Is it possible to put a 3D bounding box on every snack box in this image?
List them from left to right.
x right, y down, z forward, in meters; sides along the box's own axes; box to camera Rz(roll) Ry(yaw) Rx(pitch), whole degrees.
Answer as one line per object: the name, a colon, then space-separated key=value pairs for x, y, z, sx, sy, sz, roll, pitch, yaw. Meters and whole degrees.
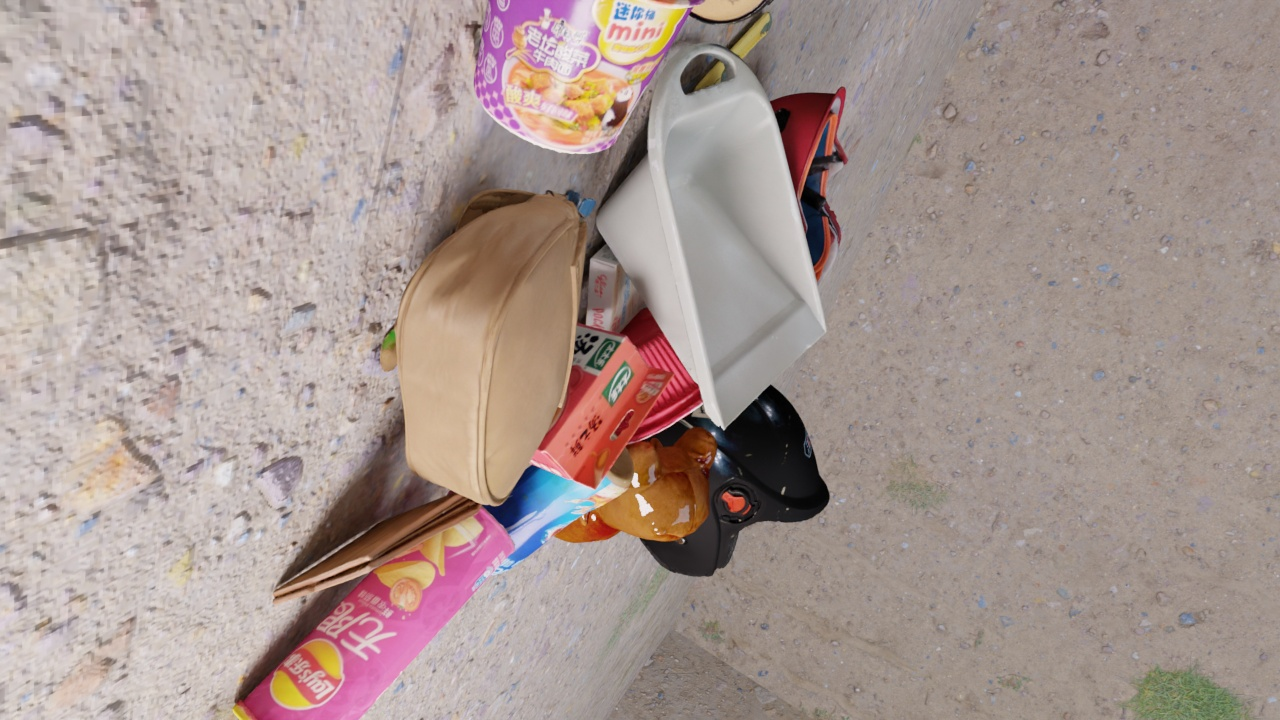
snack box: x=-0.058 y=0.028 z=0.711 sx=0.113 sy=0.127 sz=0.044 roll=-55 pitch=135 yaw=-21
snack box: x=-0.002 y=-0.088 z=0.841 sx=0.156 sy=0.027 sz=0.085 roll=-50 pitch=154 yaw=-48

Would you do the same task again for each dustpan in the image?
dustpan: x=0.083 y=-0.119 z=0.769 sx=0.143 sy=0.257 sz=0.222 roll=-40 pitch=177 yaw=42

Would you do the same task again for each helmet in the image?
helmet: x=0.092 y=0.116 z=1.131 sx=0.233 sy=0.275 sz=0.230 roll=-60 pitch=146 yaw=-66
helmet: x=0.136 y=-0.173 z=0.972 sx=0.206 sy=0.144 sz=0.240 roll=-56 pitch=151 yaw=-49

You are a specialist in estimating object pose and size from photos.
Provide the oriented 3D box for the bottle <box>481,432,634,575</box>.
bottle: x=-0.104 y=0.132 z=0.766 sx=0.219 sy=0.065 sz=0.065 roll=-36 pitch=174 yaw=21

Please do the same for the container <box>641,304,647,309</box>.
container: x=0.048 y=-0.045 z=1.019 sx=0.111 sy=0.090 sz=0.090 roll=-60 pitch=166 yaw=8

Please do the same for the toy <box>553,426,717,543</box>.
toy: x=-0.031 y=0.115 z=0.855 sx=0.139 sy=0.130 sz=0.200 roll=-4 pitch=165 yaw=-44

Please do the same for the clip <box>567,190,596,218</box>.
clip: x=-0.056 y=-0.101 z=0.699 sx=0.058 sy=0.038 sz=0.026 roll=-65 pitch=167 yaw=13

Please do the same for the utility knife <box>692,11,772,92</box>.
utility knife: x=0.072 y=-0.264 z=0.836 sx=0.195 sy=0.020 sz=0.031 roll=-47 pitch=160 yaw=-27

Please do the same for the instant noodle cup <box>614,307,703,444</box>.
instant noodle cup: x=-0.005 y=0.005 z=0.835 sx=0.193 sy=0.194 sz=0.066 roll=-45 pitch=115 yaw=-46

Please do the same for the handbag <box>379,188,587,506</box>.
handbag: x=-0.098 y=-0.008 z=0.585 sx=0.205 sy=0.100 sz=0.147 roll=104 pitch=14 yaw=-47

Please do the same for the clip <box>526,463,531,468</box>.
clip: x=-0.086 y=0.091 z=0.931 sx=0.103 sy=0.035 sz=0.092 roll=-58 pitch=165 yaw=10

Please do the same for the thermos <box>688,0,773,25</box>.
thermos: x=0.030 y=-0.255 z=0.560 sx=0.143 sy=0.093 sz=0.093 roll=-26 pitch=143 yaw=-54

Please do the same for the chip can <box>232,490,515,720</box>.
chip can: x=-0.186 y=0.191 z=0.665 sx=0.210 sy=0.071 sz=0.071 roll=-47 pitch=161 yaw=-26

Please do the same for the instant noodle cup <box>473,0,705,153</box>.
instant noodle cup: x=-0.035 y=-0.171 z=0.477 sx=0.111 sy=0.111 sz=0.099 roll=-42 pitch=166 yaw=-51

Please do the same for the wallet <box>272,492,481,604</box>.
wallet: x=-0.175 y=0.124 z=0.615 sx=0.101 sy=0.020 sz=0.115 roll=-24 pitch=-178 yaw=29
